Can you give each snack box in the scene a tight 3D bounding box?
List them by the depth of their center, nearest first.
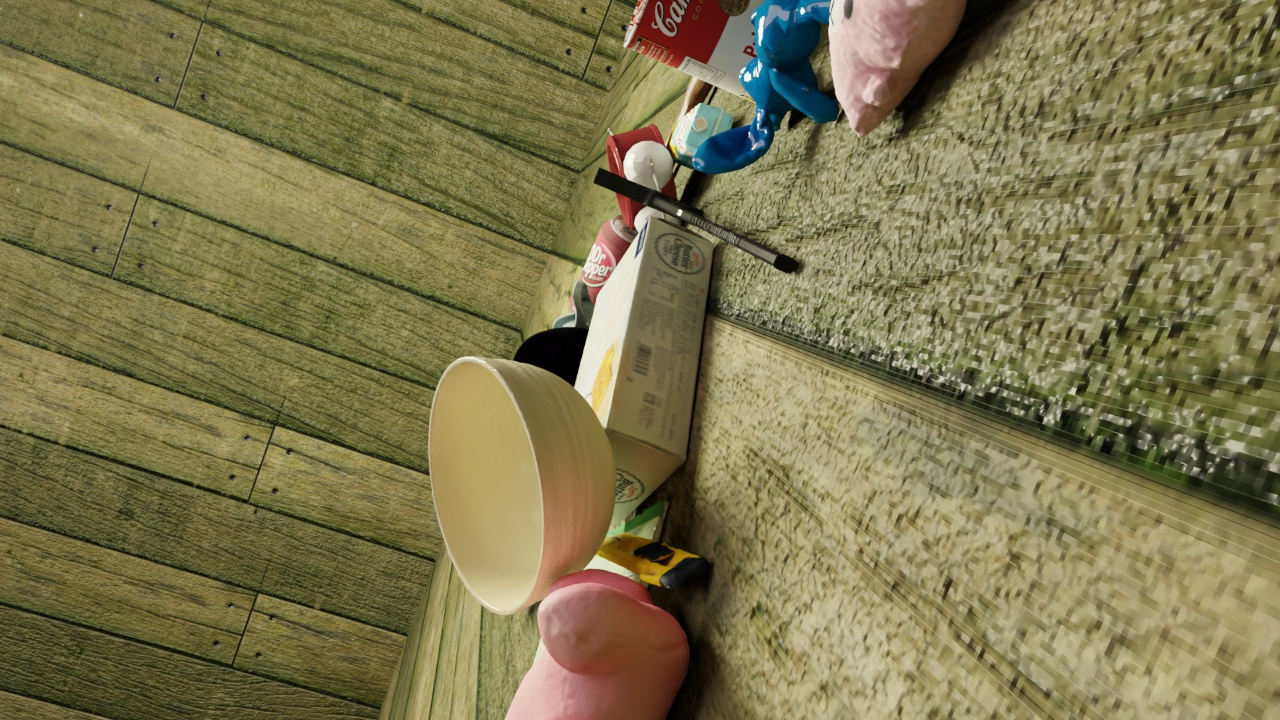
[{"bbox_3d":[-0.004,0.004,0.660,0.104,0.057,0.207,-52,20,46],"label":"snack box"}]

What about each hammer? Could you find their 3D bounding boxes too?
[{"bbox_3d":[0.037,-0.099,0.641,0.015,0.095,0.325,-67,18,10],"label":"hammer"},{"bbox_3d":[0.040,-0.242,0.977,0.115,0.033,0.324,-87,20,-53],"label":"hammer"}]

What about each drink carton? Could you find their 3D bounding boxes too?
[{"bbox_3d":[0.050,-0.199,0.821,0.129,0.038,0.044,-140,70,-80],"label":"drink carton"}]

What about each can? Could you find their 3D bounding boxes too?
[{"bbox_3d":[0.058,-0.244,0.659,0.087,0.116,0.086,-161,91,-79],"label":"can"},{"bbox_3d":[-0.027,-0.087,0.933,0.063,0.063,0.114,-85,18,-53],"label":"can"}]

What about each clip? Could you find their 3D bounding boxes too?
[{"bbox_3d":[-0.034,-0.023,0.913,0.164,0.107,0.027,123,163,-65],"label":"clip"}]

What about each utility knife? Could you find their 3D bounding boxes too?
[{"bbox_3d":[-0.001,0.111,0.523,0.163,0.030,0.017,157,98,-71],"label":"utility knife"}]

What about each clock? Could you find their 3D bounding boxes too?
[{"bbox_3d":[0.004,-0.168,0.863,0.137,0.048,0.096,-112,9,-57],"label":"clock"}]

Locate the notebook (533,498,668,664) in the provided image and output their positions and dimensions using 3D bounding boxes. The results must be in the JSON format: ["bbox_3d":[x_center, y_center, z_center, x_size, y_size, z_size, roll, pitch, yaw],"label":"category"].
[{"bbox_3d":[-0.045,0.205,0.642,0.253,0.010,0.181,133,155,-63],"label":"notebook"}]

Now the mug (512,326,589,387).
[{"bbox_3d":[-0.055,0.026,0.844,0.100,0.085,0.119,-15,-92,-68],"label":"mug"}]

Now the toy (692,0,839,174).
[{"bbox_3d":[0.086,-0.167,0.527,0.112,0.071,0.177,-62,7,-20],"label":"toy"}]

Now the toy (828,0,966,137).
[{"bbox_3d":[0.110,-0.150,0.411,0.098,0.052,0.096,-86,8,-52],"label":"toy"}]

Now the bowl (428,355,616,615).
[{"bbox_3d":[-0.063,0.069,0.549,0.151,0.075,0.151,12,105,53],"label":"bowl"}]

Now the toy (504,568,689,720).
[{"bbox_3d":[-0.044,0.207,0.433,0.142,0.084,0.213,105,-173,-81],"label":"toy"}]
